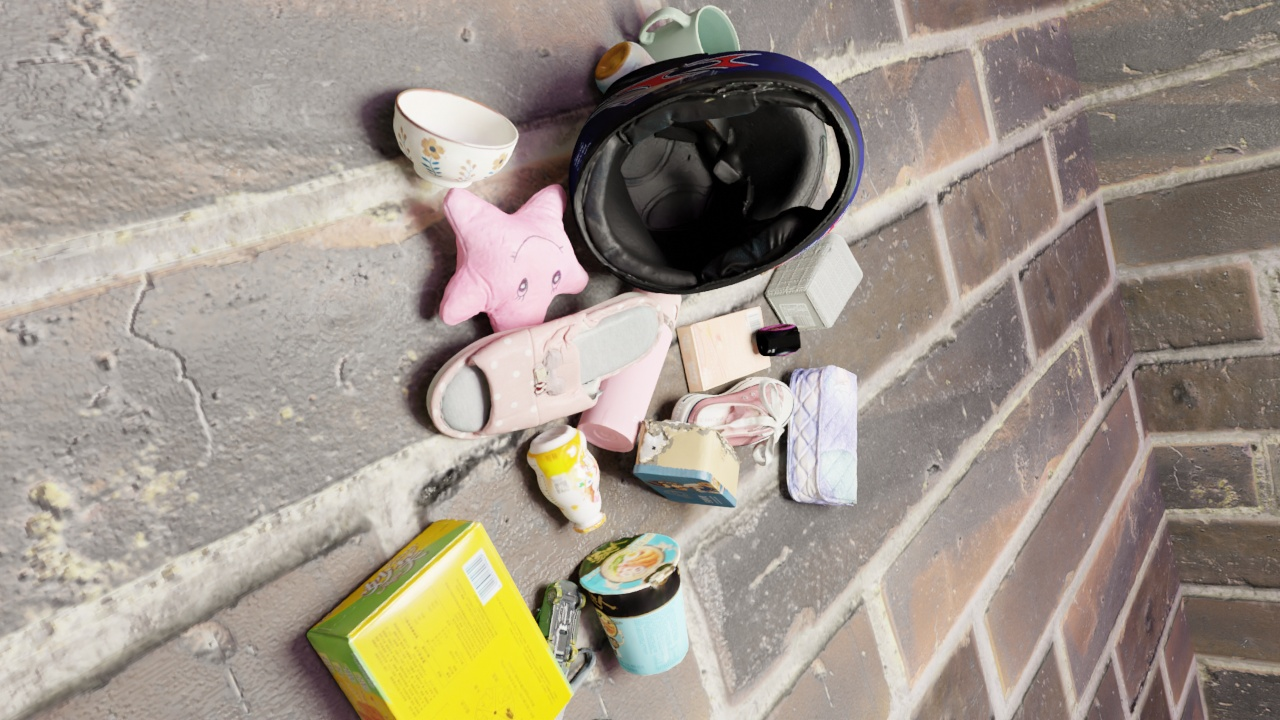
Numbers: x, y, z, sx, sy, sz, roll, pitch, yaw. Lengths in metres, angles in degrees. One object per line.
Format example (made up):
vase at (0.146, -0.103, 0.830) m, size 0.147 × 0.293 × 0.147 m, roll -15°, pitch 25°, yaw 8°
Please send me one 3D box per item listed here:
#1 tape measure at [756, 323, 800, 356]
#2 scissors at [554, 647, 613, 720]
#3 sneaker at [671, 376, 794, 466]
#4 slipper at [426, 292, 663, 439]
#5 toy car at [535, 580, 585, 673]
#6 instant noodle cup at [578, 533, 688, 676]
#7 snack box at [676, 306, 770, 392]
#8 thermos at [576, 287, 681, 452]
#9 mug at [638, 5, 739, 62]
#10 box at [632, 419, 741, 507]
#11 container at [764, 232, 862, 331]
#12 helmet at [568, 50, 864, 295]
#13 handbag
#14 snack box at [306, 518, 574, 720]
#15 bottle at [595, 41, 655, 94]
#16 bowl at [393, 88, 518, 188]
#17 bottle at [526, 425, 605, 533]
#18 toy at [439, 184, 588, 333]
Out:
tape measure at (0.180, -0.024, 1.197) m, size 0.058 × 0.057 × 0.039 m, roll -101°, pitch -179°, yaw -81°
scissors at (-0.087, 0.368, 0.926) m, size 0.181 × 0.014 × 0.159 m, roll 26°, pitch 66°, yaw -42°
sneaker at (0.138, 0.073, 1.138) m, size 0.240 × 0.088 × 0.118 m, roll -4°, pitch 104°, yaw -52°
slipper at (-0.079, 0.007, 0.898) m, size 0.273 × 0.054 × 0.114 m, roll -22°, pitch 129°, yaw -33°
toy car at (-0.085, 0.267, 0.923) m, size 0.043 × 0.036 × 0.091 m, roll 28°, pitch 65°, yaw -41°
instant noodle cup at (0.001, 0.264, 0.975) m, size 0.111 × 0.111 × 0.120 m, roll -33°, pitch 116°, yaw -45°
snack box at (0.110, -0.016, 1.184) m, size 0.156 × 0.026 × 0.084 m, roll -16°, pitch 97°, yaw -47°
thermos at (-0.006, 0.006, 1.031) m, size 0.087 × 0.067 × 0.198 m, roll 68°, pitch 36°, yaw -54°
mug at (0.045, -0.375, 1.100) m, size 0.111 × 0.107 × 0.082 m, roll 31°, pitch 63°, yaw -41°
box at (0.057, 0.119, 1.027) m, size 0.184 × 0.090 × 0.063 m, roll 49°, pitch 48°, yaw -62°
container at (0.242, -0.107, 1.297) m, size 0.090 × 0.090 × 0.114 m, roll 53°, pitch 53°, yaw -28°
helmet at (0.082, -0.206, 0.969) m, size 0.247 × 0.316 × 0.239 m, roll 64°, pitch 26°, yaw -19°
handbag at (0.258, 0.106, 1.296) m, size 0.134 × 0.076 × 0.193 m, roll 17°, pitch 74°, yaw -50°
snack box at (-0.168, 0.269, 0.807) m, size 0.157 × 0.070 × 0.210 m, roll -42°, pitch 115°, yaw -42°
bottle at (0.026, -0.296, 1.098) m, size 0.189 × 0.068 × 0.067 m, roll 38°, pitch 58°, yaw -38°
bowl at (-0.176, -0.200, 0.853) m, size 0.113 × 0.113 × 0.062 m, roll -20°, pitch 142°, yaw -47°
bottle at (-0.071, 0.123, 0.939) m, size 0.063 × 0.063 × 0.108 m, roll -38°, pitch 113°, yaw -43°
toy at (-0.118, -0.084, 0.907) m, size 0.194 × 0.075 × 0.178 m, roll -12°, pitch 106°, yaw -50°
